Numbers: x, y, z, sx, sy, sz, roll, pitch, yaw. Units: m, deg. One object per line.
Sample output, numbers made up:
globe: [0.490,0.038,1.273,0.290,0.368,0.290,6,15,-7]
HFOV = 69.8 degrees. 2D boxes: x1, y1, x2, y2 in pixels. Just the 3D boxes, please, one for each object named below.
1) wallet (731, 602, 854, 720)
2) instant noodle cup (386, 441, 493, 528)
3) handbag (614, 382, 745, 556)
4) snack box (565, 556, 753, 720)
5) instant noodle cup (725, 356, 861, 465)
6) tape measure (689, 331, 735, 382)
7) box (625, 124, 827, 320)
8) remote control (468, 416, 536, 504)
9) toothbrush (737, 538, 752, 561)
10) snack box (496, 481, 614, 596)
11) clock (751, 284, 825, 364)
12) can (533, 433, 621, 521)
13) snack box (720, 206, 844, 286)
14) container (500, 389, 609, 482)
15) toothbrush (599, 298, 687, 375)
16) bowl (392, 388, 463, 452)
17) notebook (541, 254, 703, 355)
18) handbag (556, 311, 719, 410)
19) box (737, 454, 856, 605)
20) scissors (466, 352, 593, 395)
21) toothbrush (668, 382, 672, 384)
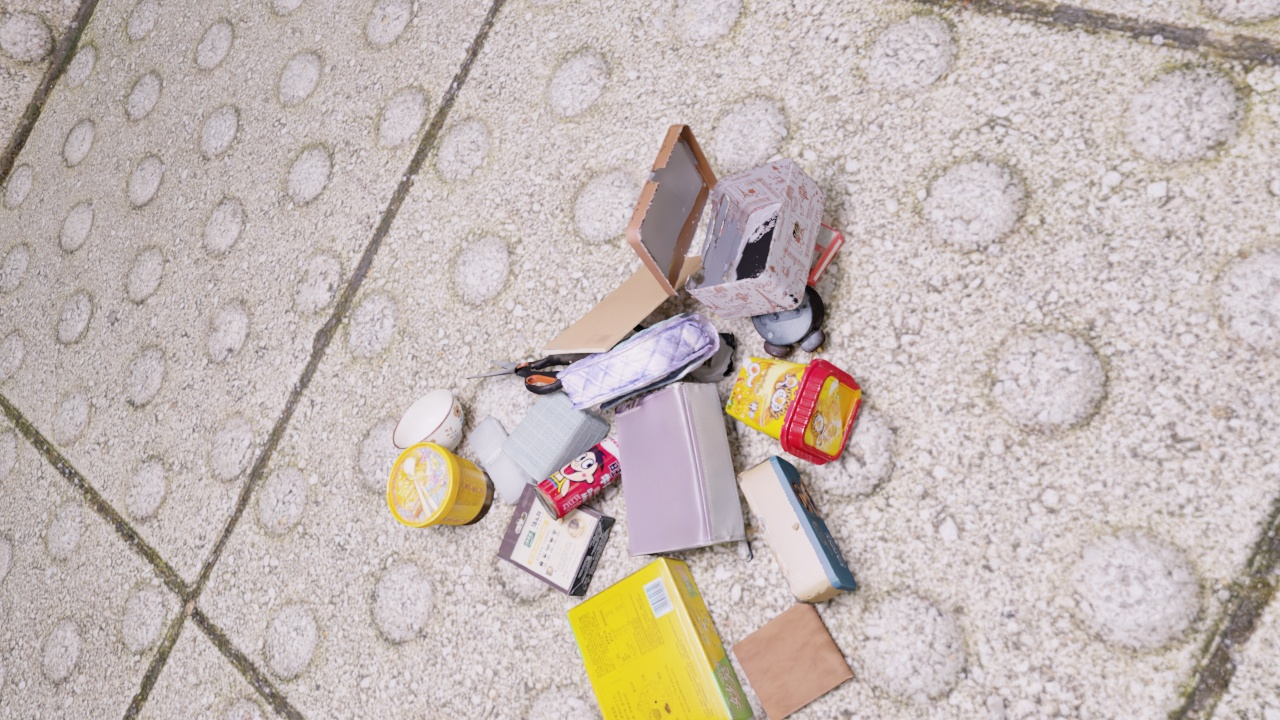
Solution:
wallet: [0.174,0.348,1.066,0.115,0.020,0.101,-38,62,18]
instant noodle cup: [-0.279,0.183,1.309,0.119,0.114,0.118,-9,72,27]
handbag: [0.043,0.139,1.143,0.145,0.098,0.197,-19,74,40]
snack box: [0.019,0.368,1.116,0.158,0.070,0.210,-34,62,17]
instant noodle cup: [0.180,0.052,1.101,0.124,0.116,0.116,18,85,43]
tape measure: [0.089,-0.005,1.200,0.066,0.033,0.066,2,75,17]
box: [0.095,-0.176,1.099,0.157,0.193,0.182,-7,57,44]
remote control: [-0.201,0.145,1.332,0.056,0.020,0.136,-45,60,12]
toothbrush: [0.112,0.163,1.156,0.016,0.018,0.181,-24,64,26]
snack box: [-0.114,0.240,1.237,0.126,0.053,0.113,20,86,33]
clock: [0.187,-0.048,1.146,0.082,0.055,0.122,-11,87,31]
can: [-0.072,0.152,1.206,0.132,0.053,0.053,-33,57,-18]
snack box: [0.184,-0.164,1.204,0.153,0.025,0.075,35,95,32]
container: [-0.113,0.105,1.257,0.090,0.090,0.111,36,92,32]
toothbrush: [0.005,-0.035,1.275,0.186,0.012,0.017,38,100,32]
bowl: [-0.307,0.104,1.369,0.114,0.062,0.113,-24,36,19]
notebook: [-0.017,-0.073,1.194,0.211,0.012,0.150,-42,23,-28]
handbag: [-0.007,0.007,1.166,0.194,0.133,0.075,-22,94,49]
box: [0.183,0.203,1.063,0.060,0.089,0.184,-35,64,15]
scissors: [-0.155,0.012,1.297,0.222,0.210,0.022,-15,110,7]
toothbrush: [0.031,0.078,1.218,0.016,0.016,0.180,5,83,35]
